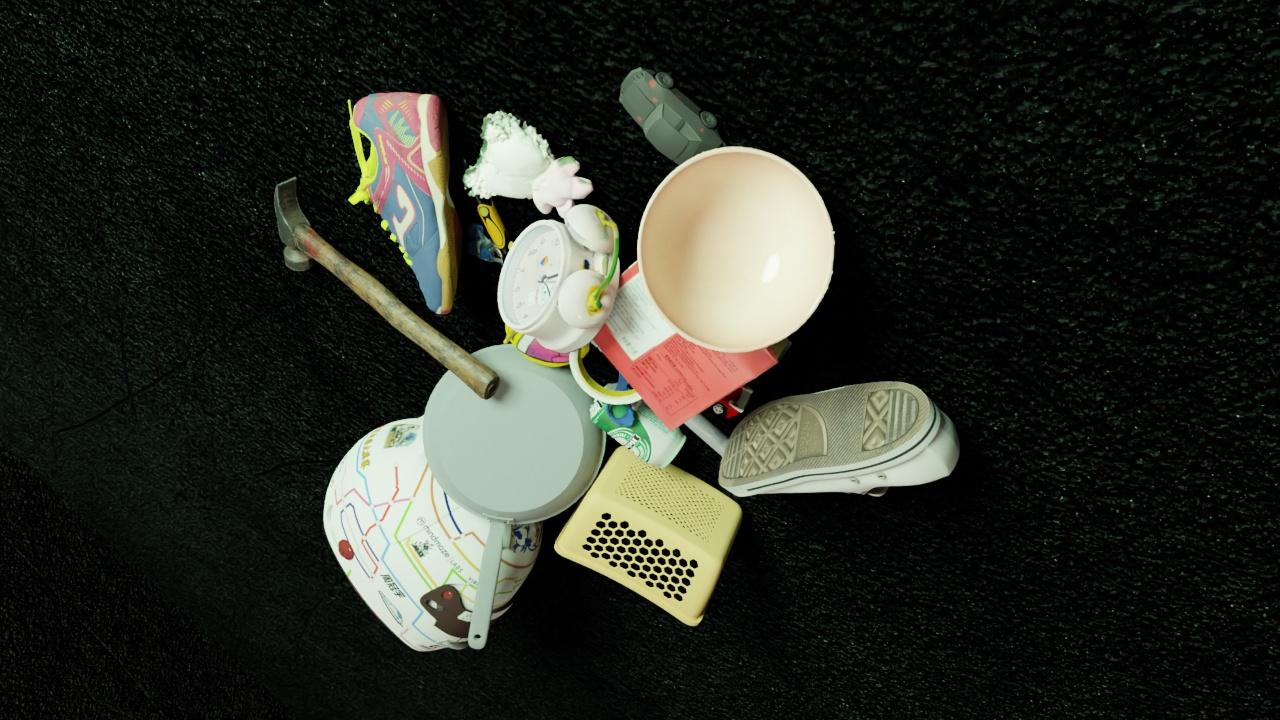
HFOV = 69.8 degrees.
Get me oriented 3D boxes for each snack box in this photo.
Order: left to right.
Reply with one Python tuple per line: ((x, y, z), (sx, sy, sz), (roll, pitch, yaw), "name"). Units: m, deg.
((0.034, -0.028, 0.817), (0.142, 0.040, 0.145), (50, 129, -4), "snack box")

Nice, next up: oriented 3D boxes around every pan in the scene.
((-0.153, 0.159, 1.008), (0.201, 0.050, 0.357), (11, 97, -2), "pan")

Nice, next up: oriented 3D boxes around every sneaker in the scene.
((-0.222, -0.145, 0.875), (0.091, 0.116, 0.242), (0, 134, -4), "sneaker")
((0.183, 0.088, 0.851), (0.097, 0.091, 0.246), (37, 143, -29), "sneaker")

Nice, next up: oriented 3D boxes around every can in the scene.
((-0.004, 0.068, 0.976), (0.101, 0.053, 0.053), (37, 142, -4), "can")

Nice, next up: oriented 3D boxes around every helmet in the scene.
((-0.237, 0.210, 1.149), (0.236, 0.230, 0.314), (-24, 117, 14), "helmet")

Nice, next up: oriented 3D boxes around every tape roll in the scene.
((-0.022, -0.003, 0.902), (0.094, 0.019, 0.094), (3, 108, 8), "tape roll")

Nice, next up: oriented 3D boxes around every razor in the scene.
((-0.139, -0.131, 0.872), (0.044, 0.021, 0.144), (-16, 112, 23), "razor")
((-0.112, -0.092, 0.909), (0.141, 0.018, 0.044), (25, 141, 10), "razor")

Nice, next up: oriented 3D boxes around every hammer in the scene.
((-0.275, -0.069, 0.980), (0.330, 0.033, 0.120), (36, 144, 19), "hammer")

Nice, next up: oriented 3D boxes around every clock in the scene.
((-0.065, -0.072, 0.806), (0.058, 0.116, 0.158), (16, 160, -37), "clock")

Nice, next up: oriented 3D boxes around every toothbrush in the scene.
((0.074, 0.078, 0.959), (0.188, 0.018, 0.019), (41, 143, -10), "toothbrush")

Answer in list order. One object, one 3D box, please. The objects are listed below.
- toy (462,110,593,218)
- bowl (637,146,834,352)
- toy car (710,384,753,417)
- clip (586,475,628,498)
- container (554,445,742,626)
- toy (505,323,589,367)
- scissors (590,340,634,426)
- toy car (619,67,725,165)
((-0.096, -0.165, 0.804), (0.109, 0.041, 0.096), (26, 143, -12), "toy")
((0.068, -0.087, 0.715), (0.153, 0.153, 0.076), (41, -176, -10), "bowl")
((0.063, 0.017, 0.886), (0.089, 0.038, 0.025), (39, 139, -7), "toy car")
((-0.039, 0.160, 1.131), (0.060, 0.045, 0.023), (53, 149, 30), "clip")
((0.009, 0.207, 1.053), (0.183, 0.128, 0.167), (27, 132, 5), "container")
((-0.095, -0.031, 0.944), (0.094, 0.041, 0.096), (38, 135, -14), "toy")
((-0.017, 0.012, 0.923), (0.129, 0.014, 0.119), (34, 110, -10), "scissors")
((0.021, -0.183, 0.703), (0.091, 0.036, 0.042), (40, 142, -8), "toy car")
